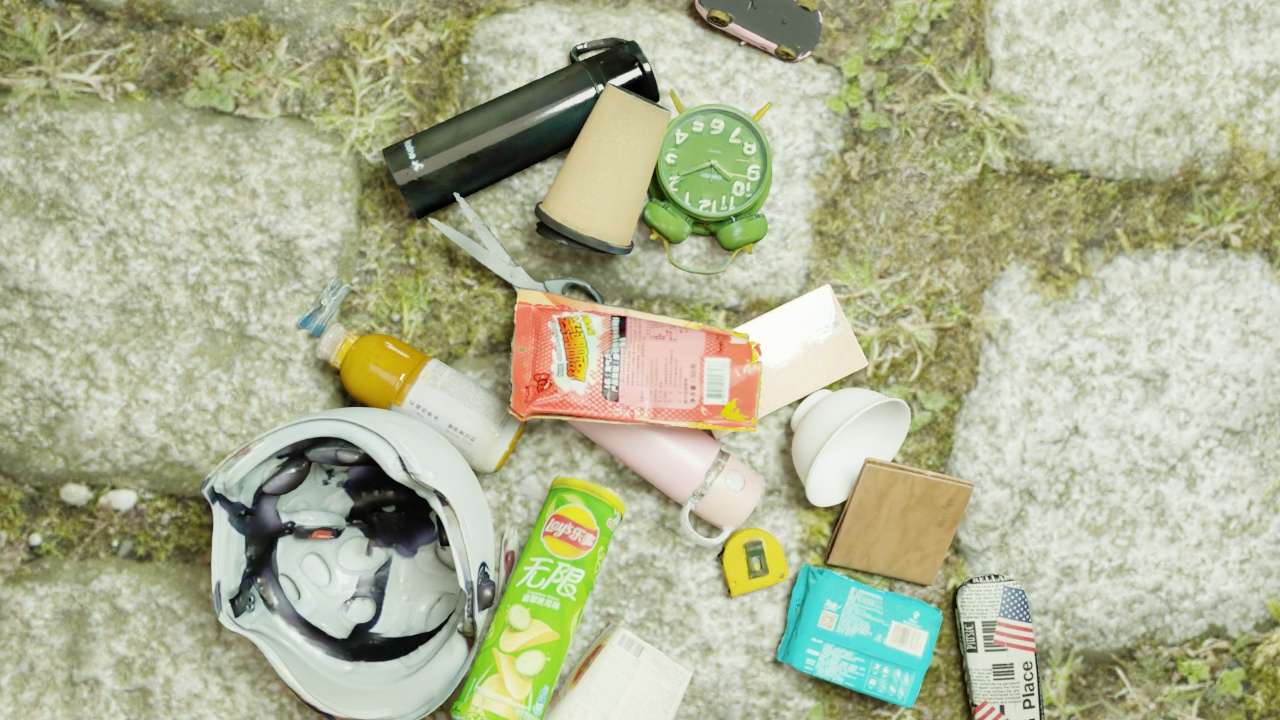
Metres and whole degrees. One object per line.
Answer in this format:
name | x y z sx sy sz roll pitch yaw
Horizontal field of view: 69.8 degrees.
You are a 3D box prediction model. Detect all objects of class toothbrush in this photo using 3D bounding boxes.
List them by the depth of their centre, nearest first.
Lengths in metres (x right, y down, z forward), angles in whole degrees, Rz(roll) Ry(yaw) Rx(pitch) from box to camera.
toothbrush | -0.125 0.244 0.825 0.016 0.017 0.187 5 89 -3

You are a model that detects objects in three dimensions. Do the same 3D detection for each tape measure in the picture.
tape measure | 0.102 0.181 0.829 0.060 0.029 0.057 -16 88 -3

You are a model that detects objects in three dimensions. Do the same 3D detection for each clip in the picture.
clip | -0.283 -0.048 0.827 0.038 0.026 0.058 32 84 7

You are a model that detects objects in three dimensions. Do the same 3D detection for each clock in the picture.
clock | 0.061 -0.157 0.824 0.116 0.056 0.161 7 88 -1

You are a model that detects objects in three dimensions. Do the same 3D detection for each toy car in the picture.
toy car | 0.108 -0.317 0.842 0.122 0.037 0.056 22 90 -14

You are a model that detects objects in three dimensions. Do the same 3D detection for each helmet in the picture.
helmet | -0.218 0.152 0.757 0.229 0.145 0.259 -9 107 14

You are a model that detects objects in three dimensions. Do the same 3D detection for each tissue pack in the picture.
tissue pack | 0.194 0.245 0.820 0.133 0.050 0.093 19 89 -1

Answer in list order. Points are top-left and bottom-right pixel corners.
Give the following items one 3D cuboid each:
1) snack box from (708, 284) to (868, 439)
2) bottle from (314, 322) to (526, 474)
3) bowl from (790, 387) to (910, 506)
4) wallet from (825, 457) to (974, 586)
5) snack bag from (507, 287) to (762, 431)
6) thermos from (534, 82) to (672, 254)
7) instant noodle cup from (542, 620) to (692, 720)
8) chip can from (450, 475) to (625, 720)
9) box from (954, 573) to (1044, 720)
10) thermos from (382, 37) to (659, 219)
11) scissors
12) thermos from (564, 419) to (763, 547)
snack box | 0.119 0.001 0.836 0.157 0.026 0.084 -26 90 -2
bottle | -0.193 0.029 0.804 0.189 0.068 0.068 30 87 -1
bowl | 0.172 0.064 0.810 0.118 0.118 0.065 -42 52 -3
wallet | 0.230 0.145 0.817 0.101 0.020 0.115 12 116 -2
snack bag | -0.005 0.004 0.764 0.208 0.073 0.128 6 52 -8
thermos | -0.030 -0.159 0.788 0.093 0.093 0.143 24 108 -1
instant noodle cup | -0.023 0.299 0.786 0.116 0.116 0.124 34 76 -1
chip can | -0.082 0.206 0.757 0.072 0.073 0.220 23 60 -1
box | 0.325 0.275 0.832 0.068 0.051 0.164 -6 90 -13
thermos | -0.108 -0.215 0.823 0.242 0.068 0.090 -26 58 -4
scissors | -0.106 -0.075 0.819 0.163 0.014 0.165 -5 100 -11
thermos | 0.010 0.081 0.806 0.198 0.067 0.087 38 60 -1
